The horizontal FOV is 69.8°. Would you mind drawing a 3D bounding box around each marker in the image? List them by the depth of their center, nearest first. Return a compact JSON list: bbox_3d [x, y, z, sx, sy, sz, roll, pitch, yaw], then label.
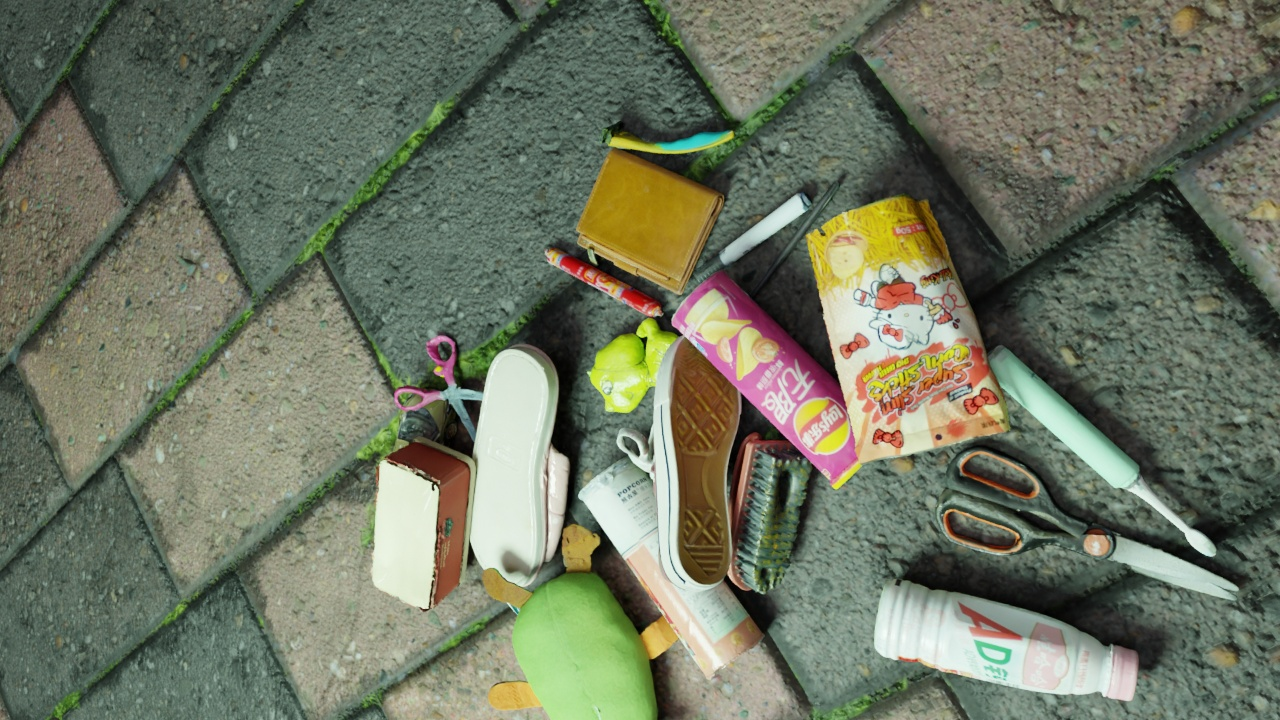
[{"bbox_3d":[0.104,-0.114,0.861,0.131,0.022,0.018,-35,89,22],"label":"marker"}]

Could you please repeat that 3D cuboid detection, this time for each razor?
[{"bbox_3d":[0.027,-0.215,0.889,0.133,0.043,0.028,6,113,21],"label":"razor"}]

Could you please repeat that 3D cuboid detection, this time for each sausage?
[{"bbox_3d":[-0.040,-0.081,0.935,0.156,0.020,0.020,29,105,23],"label":"sausage"}]

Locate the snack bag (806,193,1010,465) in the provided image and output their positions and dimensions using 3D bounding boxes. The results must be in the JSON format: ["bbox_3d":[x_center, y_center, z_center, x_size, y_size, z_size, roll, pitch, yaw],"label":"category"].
[{"bbox_3d":[0.217,-0.027,0.763,0.129,0.073,0.207,-15,77,6],"label":"snack bag"}]

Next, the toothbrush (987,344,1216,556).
[{"bbox_3d":[0.365,0.071,0.734,0.224,0.027,0.026,46,115,18],"label":"toothbrush"}]

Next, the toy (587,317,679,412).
[{"bbox_3d":[-0.005,0.005,0.917,0.100,0.031,0.097,3,95,22],"label":"toy"}]

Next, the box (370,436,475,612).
[{"bbox_3d":[-0.238,0.177,0.975,0.091,0.079,0.168,19,115,21],"label":"box"}]

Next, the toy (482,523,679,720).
[{"bbox_3d":[-0.059,0.297,0.930,0.227,0.090,0.246,-26,84,13],"label":"toy"}]

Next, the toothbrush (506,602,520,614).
[{"bbox_3d":[-0.108,0.300,0.994,0.191,0.018,0.016,47,111,16],"label":"toothbrush"}]

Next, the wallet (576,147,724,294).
[{"bbox_3d":[0.003,-0.132,0.902,0.131,0.035,0.119,29,105,24],"label":"wallet"}]

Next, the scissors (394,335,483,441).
[{"bbox_3d":[-0.218,0.038,1.019,0.125,0.017,0.133,-30,71,1],"label":"scissors"}]

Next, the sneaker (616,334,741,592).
[{"bbox_3d":[0.037,0.094,0.856,0.088,0.118,0.240,-24,60,53],"label":"sneaker"}]

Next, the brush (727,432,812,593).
[{"bbox_3d":[0.110,0.144,0.854,0.069,0.063,0.146,24,108,55],"label":"brush"}]

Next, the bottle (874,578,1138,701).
[{"bbox_3d":[0.298,0.233,0.757,0.197,0.068,0.068,8,96,24],"label":"bottle"}]

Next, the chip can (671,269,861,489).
[{"bbox_3d":[0.124,0.014,0.818,0.210,0.071,0.071,46,111,12],"label":"chip can"}]

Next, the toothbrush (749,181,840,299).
[{"bbox_3d":[0.130,-0.089,0.851,0.018,0.015,0.181,39,110,13],"label":"toothbrush"}]

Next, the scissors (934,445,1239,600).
[{"bbox_3d":[0.360,0.129,0.742,0.235,0.021,0.136,-3,91,28],"label":"scissors"}]

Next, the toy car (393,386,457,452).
[{"bbox_3d":[-0.253,0.107,1.045,0.070,0.042,0.158,16,98,25],"label":"toy car"}]

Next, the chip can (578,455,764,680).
[{"bbox_3d":[0.029,0.197,0.888,0.071,0.071,0.214,-43,74,22],"label":"chip can"}]

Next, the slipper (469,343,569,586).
[{"bbox_3d":[-0.125,0.113,0.969,0.114,0.054,0.275,17,110,29],"label":"slipper"}]
